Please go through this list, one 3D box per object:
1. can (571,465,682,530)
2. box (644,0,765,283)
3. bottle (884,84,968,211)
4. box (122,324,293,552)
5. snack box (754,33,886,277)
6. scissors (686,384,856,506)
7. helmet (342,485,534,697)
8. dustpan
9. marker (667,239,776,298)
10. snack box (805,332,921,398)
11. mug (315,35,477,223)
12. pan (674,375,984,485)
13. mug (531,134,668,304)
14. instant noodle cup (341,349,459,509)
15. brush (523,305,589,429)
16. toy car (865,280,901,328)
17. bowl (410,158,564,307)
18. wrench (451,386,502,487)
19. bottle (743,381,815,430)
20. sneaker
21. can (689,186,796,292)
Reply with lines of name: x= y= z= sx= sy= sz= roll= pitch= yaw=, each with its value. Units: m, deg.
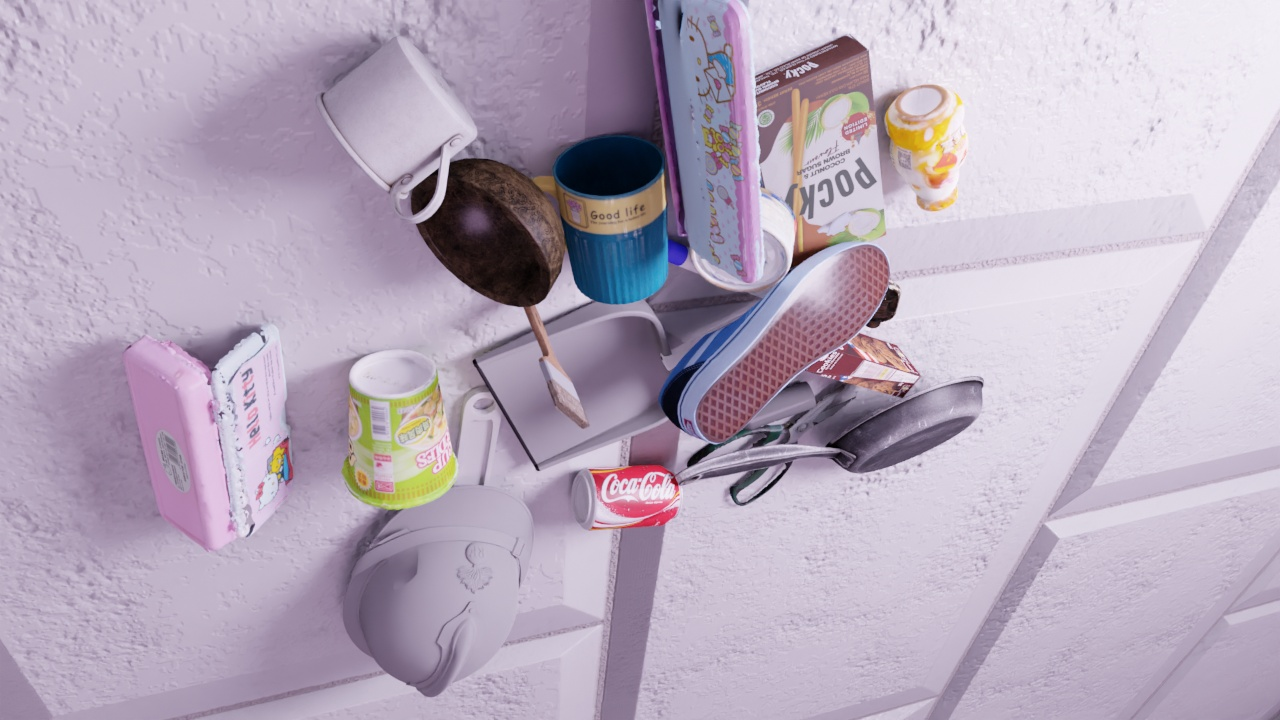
can: x=-0.014 y=0.142 z=0.955 sx=0.104 sy=0.064 sz=0.064 roll=1 pitch=130 yaw=-24
box: x=0.039 y=-0.167 z=0.634 sx=0.049 sy=0.149 sz=0.214 roll=-21 pitch=135 yaw=-9
bottle: x=0.244 y=-0.176 z=0.774 sx=0.063 sy=0.063 sz=0.109 roll=-28 pitch=135 yaw=3
box: x=-0.340 y=0.056 z=0.752 sx=0.102 sy=0.087 sz=0.202 roll=-41 pitch=153 yaw=-45
snack box: x=0.145 y=-0.163 z=0.765 sx=0.101 sy=0.031 sz=0.186 roll=-24 pitch=136 yaw=-1
scissors: x=0.139 y=0.082 z=1.002 sx=0.146 sy=0.015 sz=0.210 roll=23 pitch=119 yaw=-35
helmet: x=-0.193 y=0.259 z=0.919 sx=0.183 sy=0.117 sz=0.272 roll=12 pitch=122 yaw=-30
dustpan: x=-0.005 y=0.005 z=0.852 sx=0.257 sy=0.033 sz=0.163 roll=-27 pitch=136 yaw=-5
marker: x=0.068 y=-0.081 z=0.817 sx=0.141 sy=0.020 sz=0.020 roll=17 pitch=122 yaw=-35
snack box: x=0.216 y=-0.003 z=0.929 sx=0.140 sy=0.051 sz=0.032 roll=14 pitch=123 yaw=-33
mug: x=-0.151 y=-0.147 z=0.598 sx=0.070 sy=0.113 sz=0.084 roll=-36 pitch=164 yaw=7
pan: x=0.210 y=0.091 z=0.982 sx=0.356 sy=0.055 sz=0.188 roll=-17 pitch=158 yaw=-14
mug: x=-0.035 y=-0.109 z=0.714 sx=0.114 sy=0.083 sz=0.107 roll=5 pitch=138 yaw=10
instant noodle cup: x=-0.205 y=0.054 z=0.777 sx=0.098 sy=0.099 sz=0.108 roll=-7 pitch=125 yaw=-18
brush: x=-0.076 y=-0.009 z=0.733 sx=0.008 sy=0.143 sz=0.045 roll=-32 pitch=144 yaw=9
toy car: x=0.191 y=-0.060 z=0.879 sx=0.113 sy=0.040 sz=0.049 roll=1 pitch=132 yaw=-1
bowl: x=-0.102 y=-0.103 z=0.676 sx=0.056 sy=0.121 sz=0.121 roll=-55 pitch=146 yaw=-31
wrench: x=-0.182 y=0.133 z=0.910 sx=0.086 sy=0.018 sz=0.274 roll=-1 pitch=129 yaw=-21
bottle: x=0.125 y=0.054 z=0.957 sx=0.113 sy=0.030 sz=0.030 roll=-19 pitch=135 yaw=-6
sneaker: x=0.109 y=-0.030 z=0.810 sx=0.241 sy=0.098 sz=0.083 roll=-40 pitch=120 yaw=-13
can: x=0.085 y=-0.100 z=0.763 sx=0.086 sy=0.043 sz=0.086 roll=9 pitch=143 yaw=6
